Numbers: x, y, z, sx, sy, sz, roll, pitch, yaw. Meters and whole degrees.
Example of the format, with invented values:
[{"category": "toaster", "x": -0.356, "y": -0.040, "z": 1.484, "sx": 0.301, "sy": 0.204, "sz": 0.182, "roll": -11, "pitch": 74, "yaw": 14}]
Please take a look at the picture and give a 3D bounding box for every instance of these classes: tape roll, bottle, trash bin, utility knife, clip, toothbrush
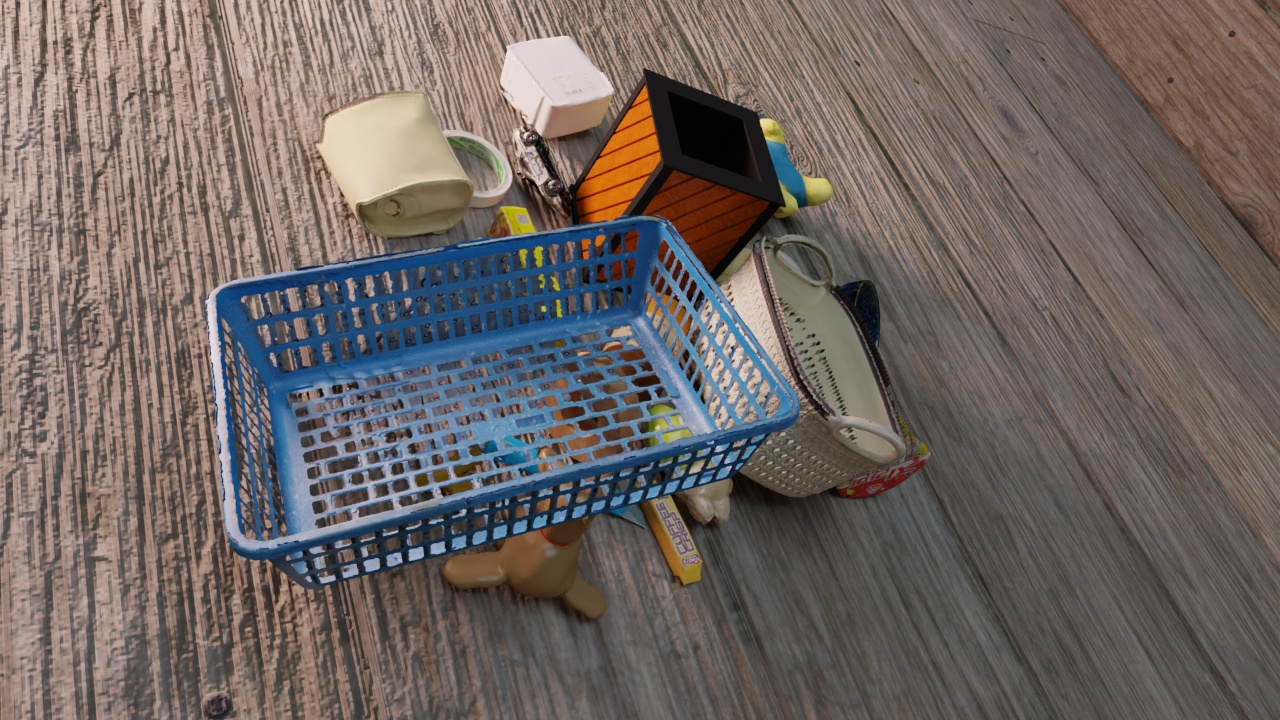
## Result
[{"category": "tape roll", "x": -0.178, "y": -0.197, "z": 0.944, "sx": 0.093, "sy": 0.018, "sz": 0.093, "roll": 19, "pitch": 47, "yaw": -22}, {"category": "bottle", "x": -0.005, "y": 0.005, "z": 0.864, "sx": 0.068, "sy": 0.068, "sz": 0.156, "roll": 34, "pitch": 43, "yaw": -7}, {"category": "tape roll", "x": -0.044, "y": 0.041, "z": 0.787, "sx": 0.027, "sy": 0.094, "sz": 0.094, "roll": -28, "pitch": 74, "yaw": -45}, {"category": "trash bin", "x": 0.031, "y": -0.172, "z": 0.958, "sx": 0.139, "sy": 0.172, "sz": 0.139, "roll": 12, "pitch": 50, "yaw": -28}, {"category": "utility knife", "x": -0.067, "y": 0.100, "z": 0.781, "sx": 0.174, "sy": 0.015, "sz": 0.031, "roll": 29, "pitch": 47, "yaw": -15}, {"category": "clip", "x": -0.145, "y": 0.095, "z": 0.721, "sx": 0.046, "sy": 0.048, "sz": 0.054, "roll": 32, "pitch": 35, "yaw": 28}, {"category": "toothbrush", "x": -0.215, "y": -0.028, "z": 0.782, "sx": 0.013, "sy": 0.013, "sz": 0.166, "roll": 30, "pitch": 43, "yaw": 0}]

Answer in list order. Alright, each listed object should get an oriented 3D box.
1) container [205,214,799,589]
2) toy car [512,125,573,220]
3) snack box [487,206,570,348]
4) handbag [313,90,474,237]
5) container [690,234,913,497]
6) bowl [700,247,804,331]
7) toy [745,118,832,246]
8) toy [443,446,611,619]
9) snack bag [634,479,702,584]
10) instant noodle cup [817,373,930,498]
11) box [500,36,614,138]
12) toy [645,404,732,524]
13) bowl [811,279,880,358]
[{"category": "container", "x": -0.103, "y": 0.021, "z": 0.660, "sx": 0.361, "sy": 0.089, "sz": 0.257, "roll": -12, "pitch": 44, "yaw": -19}, {"category": "toy car", "x": -0.107, "y": -0.197, "z": 0.977, "sx": 0.112, "sy": 0.040, "sz": 0.048, "roll": 63, "pitch": 7, "yaw": 14}, {"category": "snack box", "x": -0.107, "y": -0.080, "z": 0.882, "sx": 0.028, "sy": 0.040, "sz": 0.148, "roll": -4, "pitch": 59, "yaw": -37}, {"category": "handbag", "x": -0.230, "y": -0.182, "z": 0.853, "sx": 0.111, "sy": 0.081, "sz": 0.119, "roll": -17, "pitch": 68, "yaw": -35}, {"category": "container", "x": 0.150, "y": 0.010, "z": 0.889, "sx": 0.184, "sy": 0.144, "sz": 0.251, "roll": 28, "pitch": 37, "yaw": -35}, {"category": "bowl", "x": 0.141, "y": -0.084, "z": 1.045, "sx": 0.145, "sy": 0.063, "sz": 0.145, "roll": 20, "pitch": 47, "yaw": -23}, {"category": "toy", "x": 0.128, "y": -0.221, "z": 1.136, "sx": 0.213, "sy": 0.084, "sz": 0.149, "roll": -28, "pitch": 78, "yaw": -43}, {"category": "toy", "x": -0.067, "y": 0.128, "z": 0.697, "sx": 0.134, "sy": 0.108, "sz": 0.105, "roll": 19, "pitch": 24, "yaw": -22}, {"category": "snack bag", "x": 0.025, "y": 0.148, "z": 0.803, "sx": 0.026, "sy": 0.020, "sz": 0.099, "roll": -7, "pitch": 60, "yaw": -38}, {"category": "instant noodle cup", "x": 0.228, "y": 0.072, "z": 0.965, "sx": 0.100, "sy": 0.101, "sz": 0.112, "roll": 5, "pitch": 45, "yaw": -33}, {"category": "box", "x": -0.105, "y": -0.305, "z": 1.074, "sx": 0.102, "sy": 0.095, "sz": 0.107, "roll": -25, "pitch": 67, "yaw": -33}, {"category": "toy", "x": 0.049, "y": 0.095, "z": 0.843, "sx": 0.092, "sy": 0.043, "sz": 0.117, "roll": 10, "pitch": 53, "yaw": -48}, {"category": "bowl", "x": 0.234, "y": -0.037, "z": 1.065, "sx": 0.114, "sy": 0.061, "sz": 0.114, "roll": -8, "pitch": 100, "yaw": -61}]
